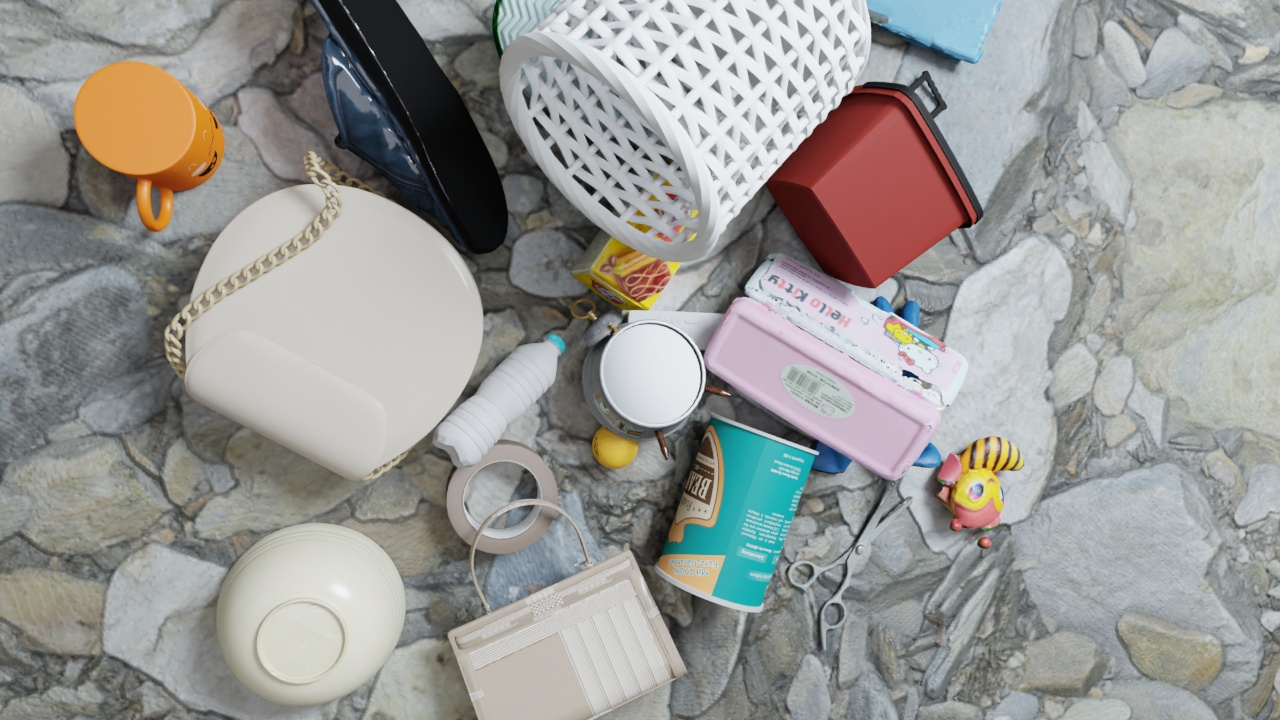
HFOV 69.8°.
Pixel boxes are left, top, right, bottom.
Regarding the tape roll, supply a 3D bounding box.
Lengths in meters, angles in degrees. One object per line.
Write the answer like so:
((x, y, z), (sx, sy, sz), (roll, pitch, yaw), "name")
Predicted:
((-0.119, 0.116, 0.785), (0.093, 0.030, 0.094), (-1, 94, -13), "tape roll")

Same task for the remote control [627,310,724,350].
((0.052, -0.026, 0.823), (0.130, 0.012, 0.033), (2, 91, -13), "remote control")

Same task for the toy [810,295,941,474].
((0.229, 0.029, 0.842), (0.113, 0.071, 0.176), (13, 91, -2), "toy")

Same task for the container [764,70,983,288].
((0.224, -0.174, 0.793), (0.200, 0.127, 0.148), (-42, 113, -6), "container")

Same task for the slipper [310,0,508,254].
((-0.200, -0.194, 0.720), (0.084, 0.108, 0.265), (-24, 108, 21), "slipper")

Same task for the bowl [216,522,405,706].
((-0.267, 0.212, 0.735), (0.150, 0.075, 0.151), (-1, 94, -12), "bowl")

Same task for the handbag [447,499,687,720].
((-0.078, 0.210, 0.774), (0.175, 0.062, 0.198), (-22, 104, -11), "handbag")

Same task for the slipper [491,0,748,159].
((-0.015, -0.232, 0.766), (0.245, 0.074, 0.104), (16, 88, -29), "slipper")

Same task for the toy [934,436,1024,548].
((0.325, 0.121, 0.880), (0.084, 0.046, 0.103), (28, 84, -7), "toy")

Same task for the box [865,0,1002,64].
((0.226, -0.384, 0.819), (0.231, 0.060, 0.175), (15, 89, -13), "box")

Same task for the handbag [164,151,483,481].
((-0.232, -0.027, 0.713), (0.210, 0.103, 0.208), (30, 91, -12), "handbag")

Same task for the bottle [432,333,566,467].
((-0.113, 0.029, 0.763), (0.044, 0.044, 0.136), (47, 66, -12), "bottle")

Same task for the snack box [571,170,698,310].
((0.001, -0.099, 0.770), (0.061, 0.084, 0.105), (35, 85, -14), "snack box")

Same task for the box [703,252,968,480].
((0.170, -0.001, 0.797), (0.201, 0.101, 0.111), (32, 120, 12), "box")

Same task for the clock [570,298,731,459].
((-0.005, 0.005, 0.775), (0.103, 0.056, 0.148), (-43, 93, -18), "clock")

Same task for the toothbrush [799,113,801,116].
((0.150, -0.198, 0.832), (0.021, 0.016, 0.135), (8, 92, -17), "toothbrush")

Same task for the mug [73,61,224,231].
((-0.359, -0.152, 0.678), (0.077, 0.096, 0.112), (4, 93, -13), "mug")

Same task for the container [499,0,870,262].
((0.032, -0.200, 0.645), (0.189, 0.190, 0.186), (45, 72, -12), "container")

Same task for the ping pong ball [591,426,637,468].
((-0.022, 0.074, 0.799), (0.040, 0.040, 0.040), (-1, 94, -13), "ping pong ball")

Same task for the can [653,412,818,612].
((0.083, 0.130, 0.796), (0.099, 0.099, 0.144), (20, 89, -13), "can")

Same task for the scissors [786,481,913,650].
((0.208, 0.196, 0.874), (0.153, 0.014, 0.131), (-22, 98, -7), "scissors")
